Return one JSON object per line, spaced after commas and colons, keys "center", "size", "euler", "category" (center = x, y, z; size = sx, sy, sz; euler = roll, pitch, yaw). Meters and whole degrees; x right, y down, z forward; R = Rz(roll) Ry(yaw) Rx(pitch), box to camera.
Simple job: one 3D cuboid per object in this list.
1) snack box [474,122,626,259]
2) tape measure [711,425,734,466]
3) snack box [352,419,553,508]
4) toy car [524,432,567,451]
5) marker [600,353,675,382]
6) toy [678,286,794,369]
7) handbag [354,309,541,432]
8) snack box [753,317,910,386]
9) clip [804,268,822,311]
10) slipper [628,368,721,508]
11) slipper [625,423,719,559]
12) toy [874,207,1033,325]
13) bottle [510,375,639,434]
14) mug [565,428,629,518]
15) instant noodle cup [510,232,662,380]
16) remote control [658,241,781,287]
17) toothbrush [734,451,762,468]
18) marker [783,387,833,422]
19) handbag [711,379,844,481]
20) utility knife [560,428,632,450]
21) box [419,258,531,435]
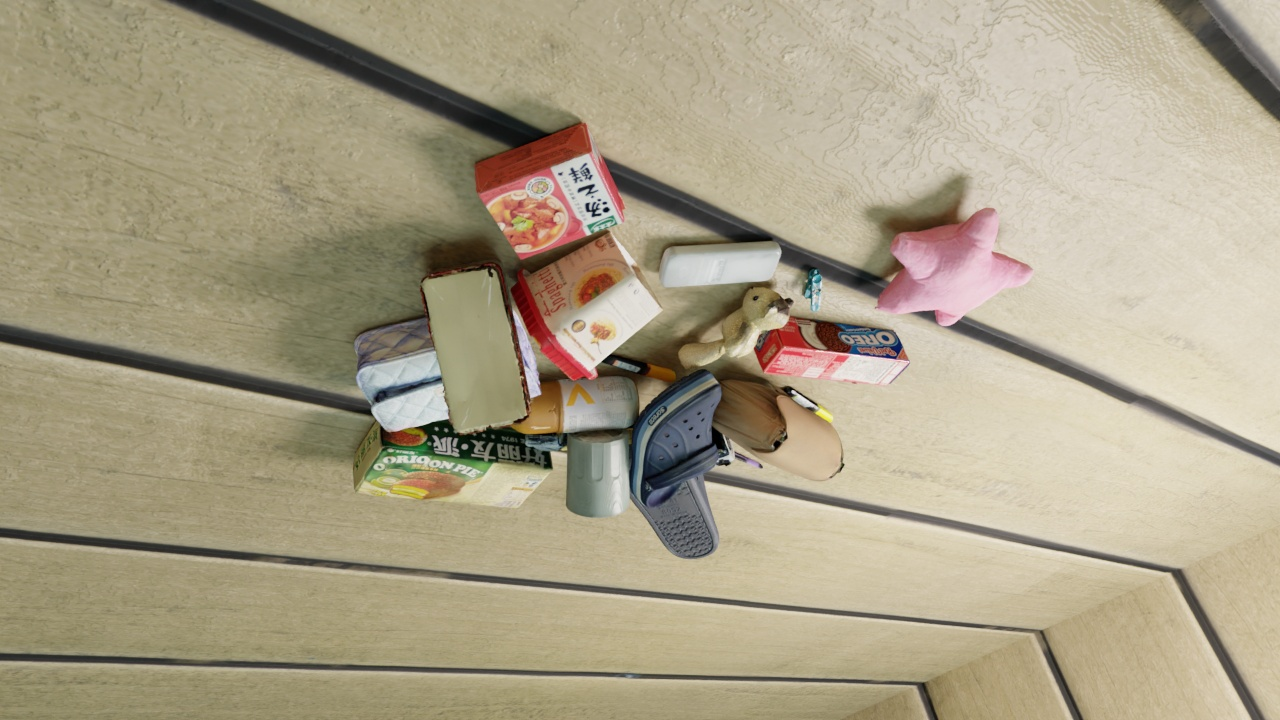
{"center": [-0.081, -0.152, 0.882], "size": [0.113, 0.044, 0.127], "euler": [-19, 146, 8], "category": "snack box"}
{"center": [0.111, 0.118, 1.316], "size": [0.034, 0.065, 0.066], "euler": [-17, 144, 13], "category": "tape measure"}
{"center": [-0.249, 0.137, 1.225], "size": [0.239, 0.063, 0.115], "euler": [11, 139, -31], "category": "snack box"}
{"center": [-0.120, 0.103, 1.206], "size": [0.049, 0.031, 0.105], "euler": [1, 180, 8], "category": "toy car"}
{"center": [-0.007, 0.007, 1.164], "size": [0.123, 0.015, 0.018], "euler": [16, 135, -32], "category": "marker"}
{"center": [0.112, -0.035, 1.111], "size": [0.158, 0.066, 0.105], "euler": [-32, 174, 32], "category": "toy"}
{"center": [-0.220, 0.013, 1.044], "size": [0.194, 0.075, 0.134], "euler": [-14, 143, 2], "category": "handbag"}
{"center": [0.248, -0.011, 1.188], "size": [0.207, 0.057, 0.058], "euler": [6, 139, -26], "category": "snack box"}
{"center": [0.207, -0.086, 1.096], "size": [0.013, 0.038, 0.056], "euler": [-12, 139, -6], "category": "clip"}
{"center": [0.047, 0.120, 1.183], "size": [0.104, 0.095, 0.253], "euler": [-30, 152, -34], "category": "slipper"}
{"center": [0.042, 0.183, 1.367], "size": [0.111, 0.083, 0.268], "euler": [-15, 122, 19], "category": "slipper"}
{"center": [0.351, -0.103, 1.077], "size": [0.179, 0.074, 0.194], "euler": [-30, 139, 27], "category": "toy"}
{"center": [-0.098, 0.058, 1.157], "size": [0.189, 0.068, 0.068], "euler": [-3, 145, -14], "category": "bottle"}
{"center": [-0.063, 0.134, 1.205], "size": [0.083, 0.124, 0.103], "euler": [-5, 108, -20], "category": "mug"}
{"center": [-0.054, -0.061, 0.974], "size": [0.124, 0.116, 0.116], "euler": [-34, 142, 8], "category": "instant noodle cup"}
{"center": [0.088, -0.108, 1.025], "size": [0.136, 0.020, 0.056], "euler": [-5, 146, -13], "category": "remote control"}
{"center": [0.132, 0.142, 1.405], "size": [0.017, 0.014, 0.189], "euler": [-27, 144, 32], "category": "toothbrush"}
{"center": [0.244, 0.064, 1.331], "size": [0.018, 0.015, 0.124], "euler": [-34, 138, 26], "category": "marker"}
{"center": [0.184, 0.090, 1.244], "size": [0.204, 0.148, 0.100], "euler": [27, 91, -46], "category": "handbag"}
{"center": [-0.053, 0.108, 1.274], "size": [0.152, 0.018, 0.031], "euler": [-10, 129, 4], "category": "utility knife"}
{"center": [-0.169, -0.013, 0.940], "size": [0.091, 0.079, 0.168], "euler": [-11, 102, -4], "category": "box"}
